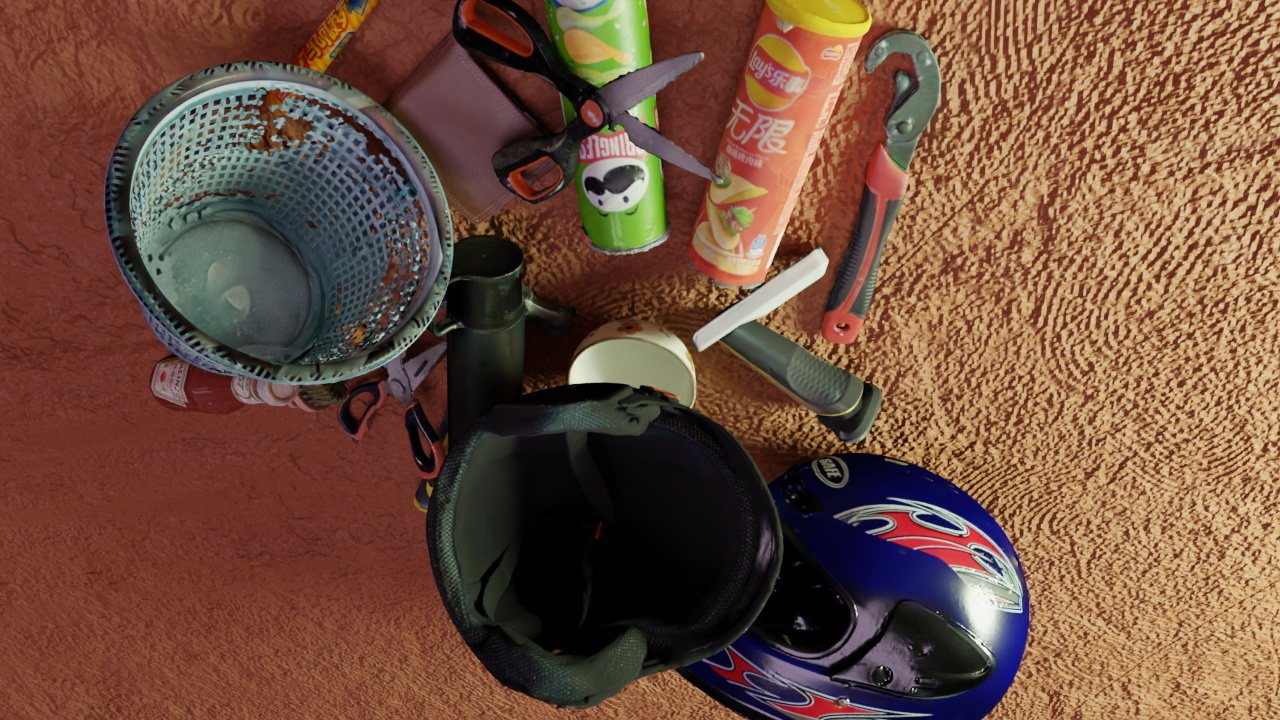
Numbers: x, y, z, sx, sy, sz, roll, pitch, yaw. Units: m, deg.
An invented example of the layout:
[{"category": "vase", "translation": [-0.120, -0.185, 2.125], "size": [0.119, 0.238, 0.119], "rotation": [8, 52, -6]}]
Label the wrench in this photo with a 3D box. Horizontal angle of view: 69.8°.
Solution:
[{"category": "wrench", "translation": [0.181, -0.120, 0.711], "size": [0.056, 0.016, 0.274], "rotation": [6, 131, 4]}]

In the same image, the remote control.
[{"category": "remote control", "translation": [0.098, -0.049, 0.746], "size": [0.125, 0.049, 0.024], "rotation": [-34, 89, 17]}]

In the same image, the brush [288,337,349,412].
[{"category": "brush", "translation": [-0.327, -0.010, 0.854], "size": [0.073, 0.063, 0.146], "rotation": [-5, 131, 13]}]

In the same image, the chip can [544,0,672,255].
[{"category": "chip can", "translation": [-0.024, -0.191, 0.646], "size": [0.072, 0.072, 0.236], "rotation": [-1, 129, 9]}]

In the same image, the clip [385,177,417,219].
[{"category": "clip", "translation": [-0.189, -0.139, 0.749], "size": [0.055, 0.038, 0.013], "rotation": [-38, 117, 22]}]

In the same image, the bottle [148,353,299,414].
[{"category": "bottle", "translation": [-0.382, 0.022, 0.844], "size": [0.206, 0.059, 0.060], "rotation": [0, 134, 40]}]

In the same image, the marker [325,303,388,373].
[{"category": "marker", "translation": [-0.256, -0.012, 0.871], "size": [0.018, 0.015, 0.124], "rotation": [-18, 128, 29]}]

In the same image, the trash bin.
[{"category": "trash bin", "translation": [-0.284, -0.078, 0.693], "size": [0.226, 0.226, 0.196], "rotation": [39, 150, -22]}]

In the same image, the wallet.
[{"category": "wallet", "translation": [-0.131, -0.174, 0.706], "size": [0.101, 0.032, 0.124], "rotation": [-32, 119, 27]}]

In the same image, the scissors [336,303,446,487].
[{"category": "scissors", "translation": [-0.232, 0.038, 0.879], "size": [0.189, 0.015, 0.226], "rotation": [4, 124, 30]}]

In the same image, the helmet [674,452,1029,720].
[{"category": "helmet", "translation": [0.194, 0.203, 0.838], "size": [0.315, 0.247, 0.240], "rotation": [19, 101, -8]}]

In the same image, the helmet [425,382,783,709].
[{"category": "helmet", "translation": [-0.030, 0.132, 0.740], "size": [0.275, 0.230, 0.233], "rotation": [4, 93, 2]}]

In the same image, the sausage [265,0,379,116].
[{"category": "sausage", "translation": [-0.232, -0.233, 0.676], "size": [0.021, 0.021, 0.166], "rotation": [39, 124, -23]}]

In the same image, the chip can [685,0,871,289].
[{"category": "chip can", "translation": [0.093, -0.155, 0.660], "size": [0.073, 0.073, 0.217], "rotation": [14, 131, -3]}]

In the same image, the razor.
[{"category": "razor", "translation": [0.136, 0.011, 0.812], "size": [0.167, 0.062, 0.068], "rotation": [32, 159, -11]}]

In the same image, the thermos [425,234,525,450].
[{"category": "thermos", "translation": [-0.144, 0.012, 0.788], "size": [0.068, 0.089, 0.243], "rotation": [39, 140, 31]}]

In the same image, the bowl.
[{"category": "bowl", "translation": [-0.005, 0.005, 0.816], "size": [0.113, 0.062, 0.114], "rotation": [5, 132, 5]}]

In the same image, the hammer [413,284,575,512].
[{"category": "hammer", "translation": [-0.173, 0.045, 0.896], "size": [0.126, 0.031, 0.324], "rotation": [21, 130, -9]}]

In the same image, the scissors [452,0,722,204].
[{"category": "scissors", "translation": [-0.049, -0.170, 0.611], "size": [0.229, 0.021, 0.222], "rotation": [49, 144, -1]}]
